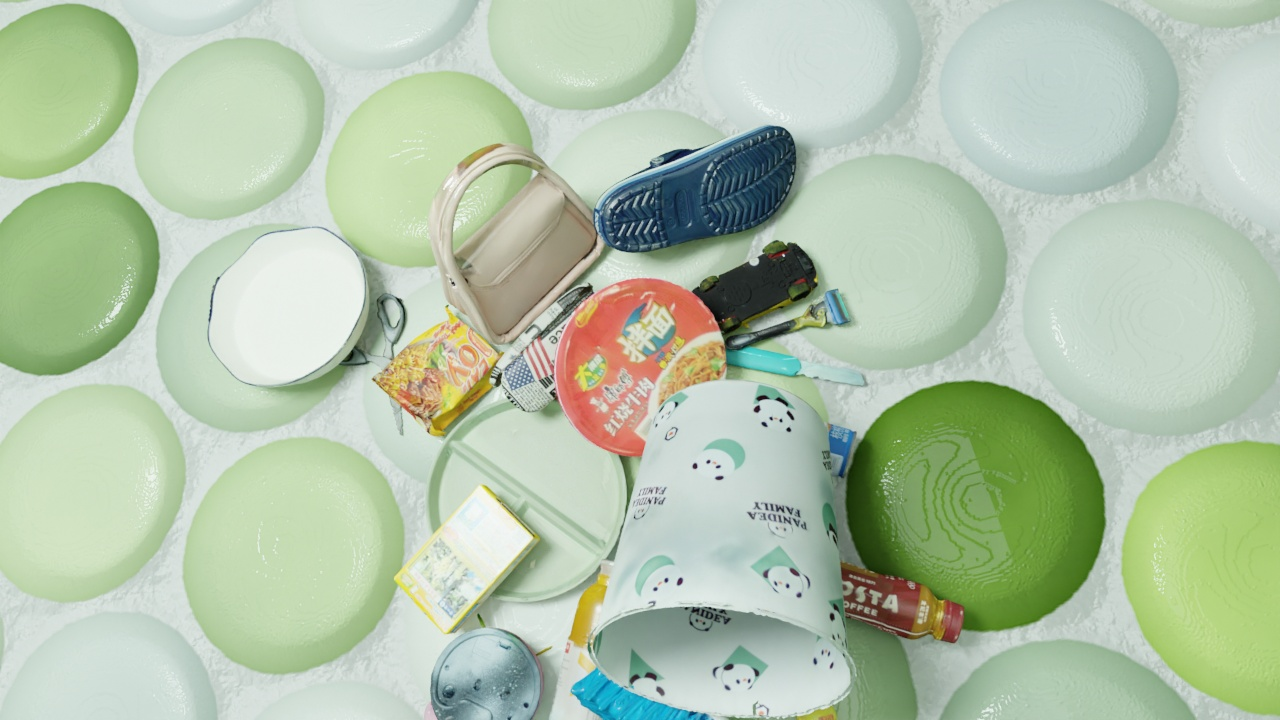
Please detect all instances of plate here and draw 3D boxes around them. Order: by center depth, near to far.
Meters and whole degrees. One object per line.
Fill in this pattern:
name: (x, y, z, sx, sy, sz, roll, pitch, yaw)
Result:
plate: (-0.128, 0.153, 1.026, 0.230, 0.027, 0.230, -2, 76, 7)
plate: (-0.416, -0.062, 1.100, 0.205, 0.045, 0.204, -5, 70, 13)

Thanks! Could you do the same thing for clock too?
clock: (-0.164, 0.358, 0.963, 0.117, 0.060, 0.158, 21, 78, 11)

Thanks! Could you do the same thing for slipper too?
slipper: (0.061, -0.194, 1.059, 0.252, 0.105, 0.095, -24, 32, -13)

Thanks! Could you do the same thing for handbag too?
handbag: (-0.147, -0.140, 0.994, 0.093, 0.234, 0.193, 39, 82, 23)

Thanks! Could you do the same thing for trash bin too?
trash bin: (0.085, 0.171, 0.865, 0.230, 0.230, 0.251, 4, 49, 8)

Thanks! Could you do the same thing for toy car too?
toy car: (0.126, -0.080, 1.043, 0.156, 0.041, 0.071, -27, 74, -1)

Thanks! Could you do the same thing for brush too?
brush: (0.087, 0.375, 0.898, 0.314, 0.061, 0.109, 36, 63, 3)

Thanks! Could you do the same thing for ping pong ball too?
ping pong ball: (0.178, 0.360, 0.926, 0.040, 0.040, 0.040, -2, 76, 7)

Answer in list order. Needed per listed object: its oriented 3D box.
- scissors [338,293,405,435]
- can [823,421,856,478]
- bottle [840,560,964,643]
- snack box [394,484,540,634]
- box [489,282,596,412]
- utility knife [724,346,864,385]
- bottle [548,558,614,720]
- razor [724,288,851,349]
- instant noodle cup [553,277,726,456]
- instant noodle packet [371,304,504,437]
scissors: (-0.302, 0.001, 1.098, 0.181, 0.014, 0.159, 16, 81, 9)
can: (0.161, 0.084, 0.991, 0.135, 0.053, 0.053, 15, 78, 11)
bottle: (0.237, 0.244, 0.939, 0.175, 0.057, 0.057, 15, 78, 11)
snack box: (-0.187, 0.214, 0.989, 0.087, 0.034, 0.140, 41, 84, 16)
box: (-0.093, -0.012, 1.036, 0.162, 0.076, 0.087, -43, 78, -12)
utility knife: (0.140, 0.002, 1.035, 0.222, 0.013, 0.029, 11, 75, 13)
bottle: (-0.044, 0.304, 0.955, 0.068, 0.068, 0.189, 11, 78, 10)
razor: (0.163, -0.038, 1.037, 0.143, 0.022, 0.042, -19, 69, 0)
instant noodle cup: (-0.006, 0.006, 0.999, 0.193, 0.066, 0.194, -2, 96, -18)
instant noodle packet: (-0.228, 0.011, 1.061, 0.111, 0.044, 0.128, 41, 75, 10)
